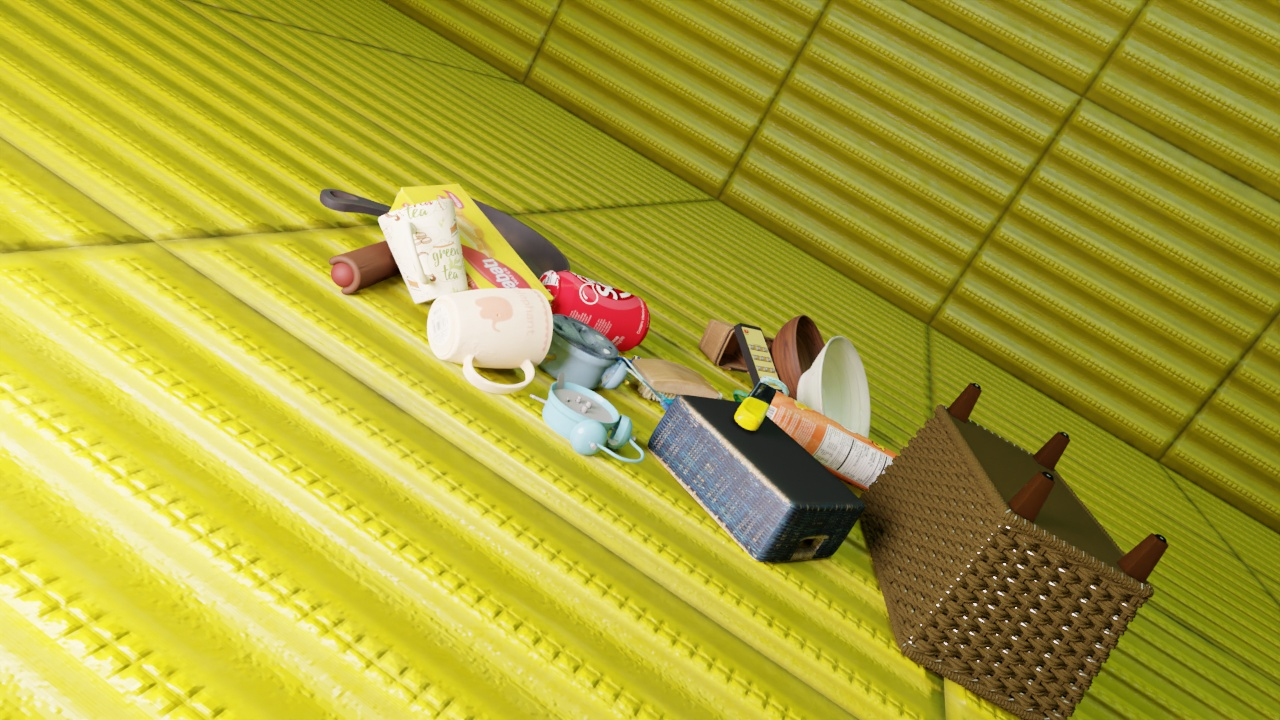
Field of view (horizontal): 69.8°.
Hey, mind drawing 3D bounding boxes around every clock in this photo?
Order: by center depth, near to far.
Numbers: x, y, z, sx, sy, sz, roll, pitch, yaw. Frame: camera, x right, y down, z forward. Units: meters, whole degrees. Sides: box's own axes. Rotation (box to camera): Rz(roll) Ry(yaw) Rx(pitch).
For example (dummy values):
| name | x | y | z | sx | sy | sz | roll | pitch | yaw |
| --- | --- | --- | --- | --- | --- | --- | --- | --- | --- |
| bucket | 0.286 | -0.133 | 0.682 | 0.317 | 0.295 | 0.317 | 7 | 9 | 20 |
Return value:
| name | x | y | z | sx | sy | sz | roll | pitch | yaw |
| --- | --- | --- | --- | --- | --- | --- | --- | --- | --- |
| clock | -0.045 | 0.061 | 0.895 | 0.123 | 0.042 | 0.087 | 36 | 19 | 24 |
| clock | -0.063 | -0.005 | 1.034 | 0.124 | 0.052 | 0.088 | 19 | 19 | -33 |

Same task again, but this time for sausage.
| name | x | y | z | sx | sy | sz | roll | pitch | yaw |
| --- | --- | --- | --- | --- | --- | --- | --- | --- | --- |
| sausage | -0.285 | -0.103 | 0.980 | 0.040 | 0.040 | 0.155 | 30 | 18 | 1 |

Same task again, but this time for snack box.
| name | x | y | z | sx | sy | sz | roll | pitch | yaw |
| --- | --- | --- | --- | --- | --- | --- | --- | --- | --- |
| snack box | -0.196 | -0.121 | 1.062 | 0.200 | 0.042 | 0.092 | 50 | 35 | 17 |

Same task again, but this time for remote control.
| name | x | y | z | sx | sy | sz | roll | pitch | yaw |
| --- | --- | --- | --- | --- | --- | --- | --- | --- | --- |
| remote control | 0.174 | 0.010 | 1.314 | 0.058 | 0.013 | 0.133 | 7 | 59 | -49 |

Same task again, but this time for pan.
| name | x | y | z | sx | sy | sz | roll | pitch | yaw |
| --- | --- | --- | --- | --- | --- | --- | --- | --- | --- |
| pan | -0.249 | -0.160 | 1.179 | 0.355 | 0.043 | 0.248 | 7 | 29 | -47 |

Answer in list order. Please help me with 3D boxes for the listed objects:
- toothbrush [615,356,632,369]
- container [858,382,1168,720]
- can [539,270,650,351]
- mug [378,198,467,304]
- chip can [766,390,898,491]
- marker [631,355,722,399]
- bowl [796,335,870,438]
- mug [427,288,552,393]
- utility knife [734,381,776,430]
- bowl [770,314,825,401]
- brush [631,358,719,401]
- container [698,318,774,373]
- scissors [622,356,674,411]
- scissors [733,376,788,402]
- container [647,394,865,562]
| name | x | y | z | sx | sy | sz | roll | pitch | yaw |
| --- | --- | --- | --- | --- | --- | --- | --- | --- | --- |
| toothbrush | -0.007 | 0.007 | 1.133 | 0.186 | 0.017 | 0.011 | 15 | 30 | -31 |
| container | 0.372 | 0.177 | 0.957 | 0.176 | 0.205 | 0.320 | 29 | 18 | -3 |
| can | -0.060 | -0.062 | 1.152 | 0.142 | 0.074 | 0.074 | 17 | 22 | -34 |
| mug | -0.225 | -0.113 | 0.962 | 0.081 | 0.097 | 0.122 | -16 | 6 | -3 |
| chip can | 0.232 | 0.104 | 1.174 | 0.210 | 0.062 | 0.062 | 28 | 18 | -6 |
| marker | 0.048 | 0.024 | 1.186 | 0.132 | 0.014 | 0.014 | 23 | 19 | -20 |
| bowl | 0.264 | 0.056 | 1.290 | 0.058 | 0.176 | 0.176 | -8 | -5 | 34 |
| mug | -0.149 | -0.019 | 0.911 | 0.104 | 0.085 | 0.111 | 0 | 62 | -40 |
| utility knife | 0.130 | 0.046 | 1.009 | 0.029 | 0.020 | 0.170 | 32 | 18 | 8 |
| bowl | 0.231 | 0.010 | 1.383 | 0.147 | 0.069 | 0.147 | 34 | 49 | -51 |
| brush | 0.039 | 0.029 | 1.119 | 0.117 | 0.039 | 0.049 | 14 | 24 | -42 |
| container | 0.144 | -0.023 | 1.395 | 0.113 | 0.063 | 0.061 | 11 | 18 | -45 |
| scissors | 0.024 | 0.046 | 1.026 | 0.135 | 0.016 | 0.086 | 45 | 13 | -35 |
| scissors | 0.185 | 0.059 | 1.209 | 0.129 | 0.120 | 0.012 | 22 | 59 | 6 |
| container | 0.119 | 0.117 | 0.947 | 0.145 | 0.071 | 0.187 | 10 | 27 | -47 |
